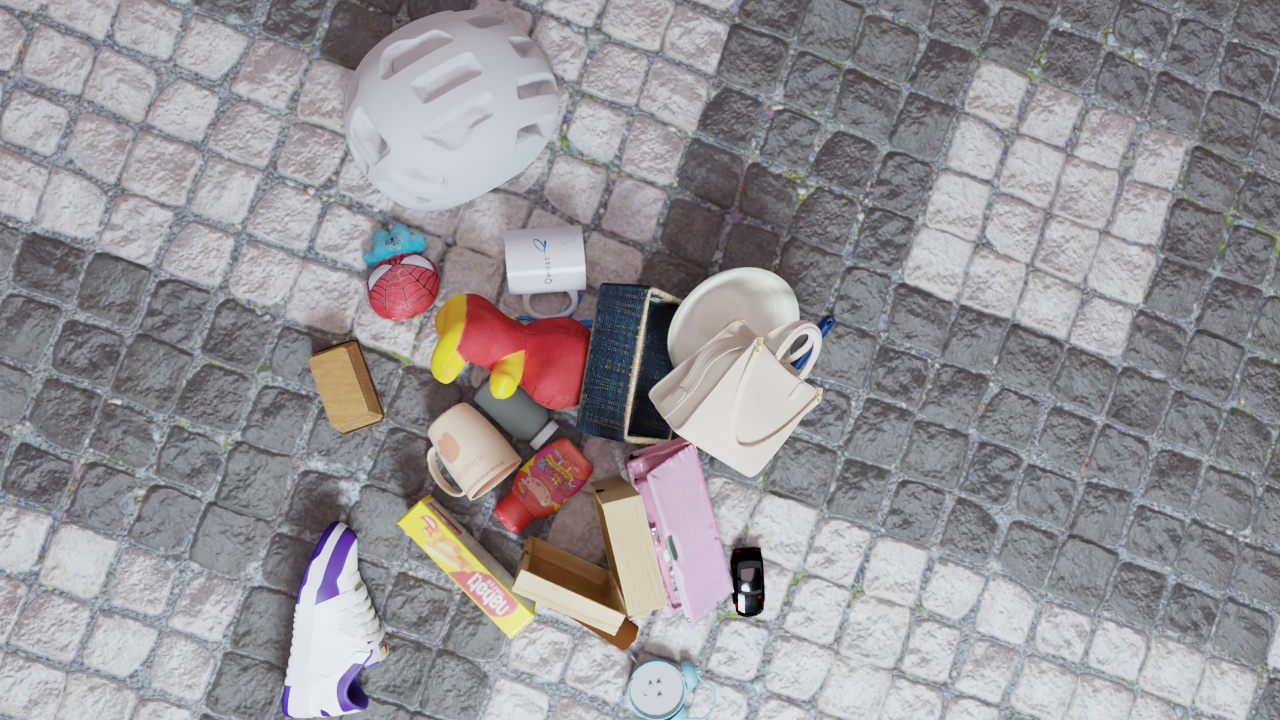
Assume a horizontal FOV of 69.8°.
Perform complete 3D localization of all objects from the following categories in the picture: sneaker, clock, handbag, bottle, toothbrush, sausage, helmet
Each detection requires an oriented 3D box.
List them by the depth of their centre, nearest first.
[{"bbox_3d":[0.140,0.027,1.116,0.198,0.101,0.194,-46,136,10],"label":"handbag"},{"bbox_3d":[-0.363,0.327,1.135,0.111,0.092,0.244,10,91,-5],"label":"sneaker"},{"bbox_3d":[-0.232,-0.324,1.161,0.281,0.184,0.224,-30,95,-26],"label":"helmet"},{"bbox_3d":[-0.158,0.062,1.172,0.108,0.060,0.060,44,85,-2],"label":"bottle"},{"bbox_3d":[-0.126,0.162,1.177,0.134,0.048,0.071,-43,83,-4],"label":"bottle"},{"bbox_3d":[-0.072,0.320,1.183,0.155,0.040,0.040,33,86,-3],"label":"sausage"},{"bbox_3d":[0.039,0.429,1.186,0.123,0.042,0.087,18,87,-2],"label":"clock"},{"bbox_3d":[0.201,0.018,1.225,0.016,0.017,0.190,37,86,-4],"label":"toothbrush"}]

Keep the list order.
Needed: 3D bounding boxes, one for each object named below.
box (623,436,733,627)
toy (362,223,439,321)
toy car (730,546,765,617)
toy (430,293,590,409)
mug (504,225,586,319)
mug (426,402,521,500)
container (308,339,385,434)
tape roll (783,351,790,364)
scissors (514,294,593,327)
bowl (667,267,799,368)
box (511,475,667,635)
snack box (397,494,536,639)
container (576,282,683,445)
[{"bbox_3d":[0.056,0.215,1.138,0.099,0.080,0.233,-16,111,-5],"label":"box"},{"bbox_3d":[-0.306,-0.113,1.167,0.092,0.062,0.133,-15,78,-12],"label":"toy"},{"bbox_3d":[0.142,0.291,1.202,0.042,0.036,0.091,-3,88,-5],"label":"toy car"},{"bbox_3d":[-0.145,-0.010,1.125,0.216,0.099,0.147,15,44,-21],"label":"toy"},{"bbox_3d":[-0.120,-0.110,1.173,0.096,0.083,0.120,-5,102,-5],"label":"mug"},{"bbox_3d":[-0.223,0.120,1.161,0.112,0.085,0.104,-42,81,24],"label":"mug"},{"bbox_3d":[-0.373,0.033,1.154,0.063,0.061,0.114,-20,90,-5],"label":"container"},{"bbox_3d":[0.151,-0.003,1.213,0.094,0.019,0.094,-1,82,3],"label":"tape roll"},{"bbox_3d":[-0.110,-0.030,1.202,0.131,0.018,0.109,-14,92,-4],"label":"scissors"},{"bbox_3d":[0.109,-0.048,1.160,0.176,0.057,0.177,-9,123,-15],"label":"bowl"},{"bbox_3d":[-0.052,0.232,1.082,0.179,0.248,0.142,-33,91,-5],"label":"box"},{"bbox_3d":[-0.213,0.254,1.146,0.042,0.092,0.200,-44,92,-6],"label":"snack box"},{"bbox_3d":[-0.007,0.007,1.140,0.071,0.145,0.187,8,87,25],"label":"container"}]
